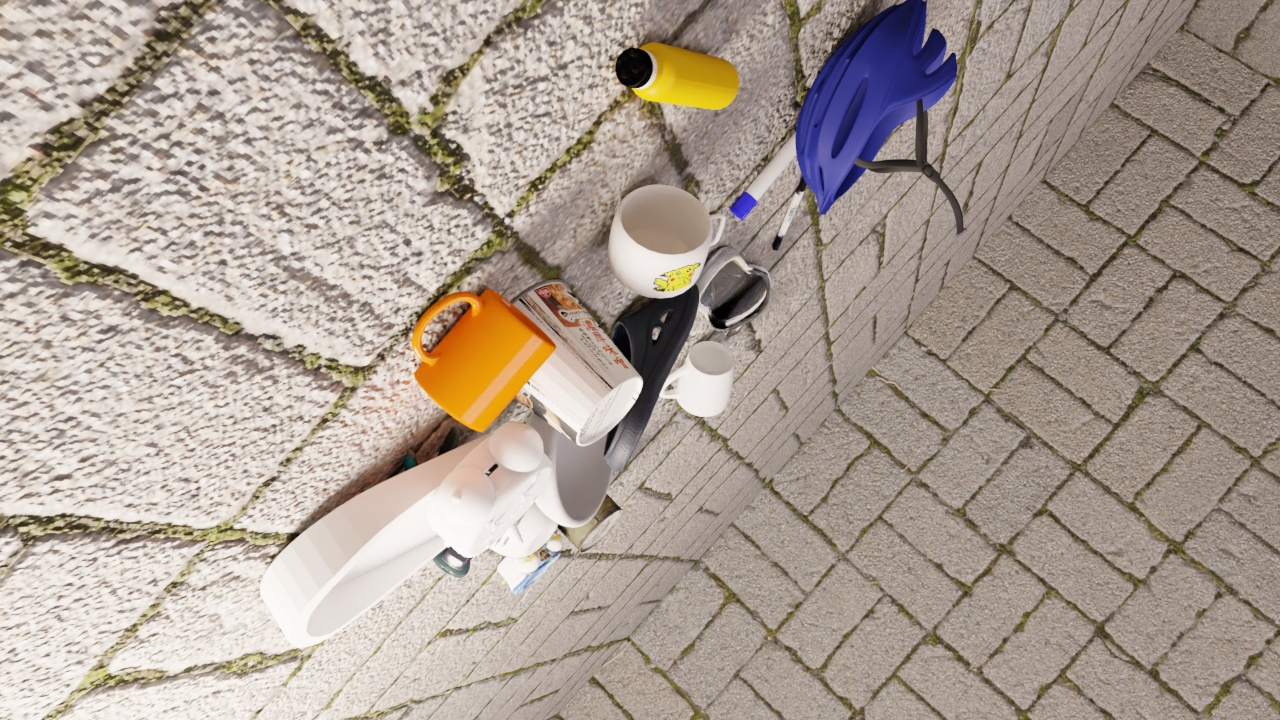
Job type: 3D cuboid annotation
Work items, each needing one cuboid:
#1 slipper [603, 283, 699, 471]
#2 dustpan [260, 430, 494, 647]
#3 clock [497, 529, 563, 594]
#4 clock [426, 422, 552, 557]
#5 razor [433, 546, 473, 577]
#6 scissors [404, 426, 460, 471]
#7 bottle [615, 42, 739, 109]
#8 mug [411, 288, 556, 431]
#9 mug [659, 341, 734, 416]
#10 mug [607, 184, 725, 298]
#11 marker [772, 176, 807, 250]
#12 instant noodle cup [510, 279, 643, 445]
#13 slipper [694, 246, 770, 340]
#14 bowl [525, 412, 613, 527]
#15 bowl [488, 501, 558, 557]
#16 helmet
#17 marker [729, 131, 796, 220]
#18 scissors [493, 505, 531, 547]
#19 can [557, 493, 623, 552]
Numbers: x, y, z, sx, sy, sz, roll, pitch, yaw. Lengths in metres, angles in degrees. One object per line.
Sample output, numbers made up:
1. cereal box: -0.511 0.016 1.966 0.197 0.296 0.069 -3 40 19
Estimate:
1. slipper: -0.006 0.006 1.057 0.111 0.083 0.267 116 -2 -50
2. dustpan: -0.241 0.185 0.911 0.257 0.053 0.192 -24 154 -40
3. clock: -0.157 0.287 1.332 0.088 0.052 0.126 -32 166 -46
4. clock: -0.140 0.133 0.894 0.125 0.073 0.161 -44 167 -26
5. razor: -0.195 0.197 1.106 0.143 0.047 0.052 -54 -175 11
6. scissors: -0.215 0.116 0.924 0.155 0.019 0.126 -47 159 9
7. bottle: 0.030 -0.228 0.735 0.143 0.043 0.043 -18 145 -57
8. mug: -0.141 -0.008 0.768 0.096 0.077 0.112 -49 134 2
9. mug: 0.082 0.027 1.350 0.114 0.080 0.088 -8 141 -14
10. mug: 0.027 -0.114 0.869 0.115 0.094 0.068 -15 151 -19
11. marker: 0.204 -0.201 1.240 0.011 0.011 0.152 -37 159 -31
12. instant noodle cup: -0.070 0.009 0.868 0.123 0.122 0.124 -42 161 -18
13. slipper: 0.133 -0.084 1.243 0.111 0.063 0.263 -50 159 7
14. bowl: -0.089 0.098 1.046 0.176 0.066 0.176 5 90 -69
15. bowl: -0.151 0.225 1.245 0.114 0.050 0.115 -42 161 -18
16. helmet: 0.285 -0.245 0.985 0.242 0.228 0.147 -57 168 19
17. marker: 0.158 -0.224 1.070 0.141 0.020 0.020 -50 162 6
18. scissors: -0.124 0.156 1.184 0.210 0.015 0.137 -59 170 15
19. can: -0.083 0.230 1.373 0.089 0.074 0.090 -41 161 -17
